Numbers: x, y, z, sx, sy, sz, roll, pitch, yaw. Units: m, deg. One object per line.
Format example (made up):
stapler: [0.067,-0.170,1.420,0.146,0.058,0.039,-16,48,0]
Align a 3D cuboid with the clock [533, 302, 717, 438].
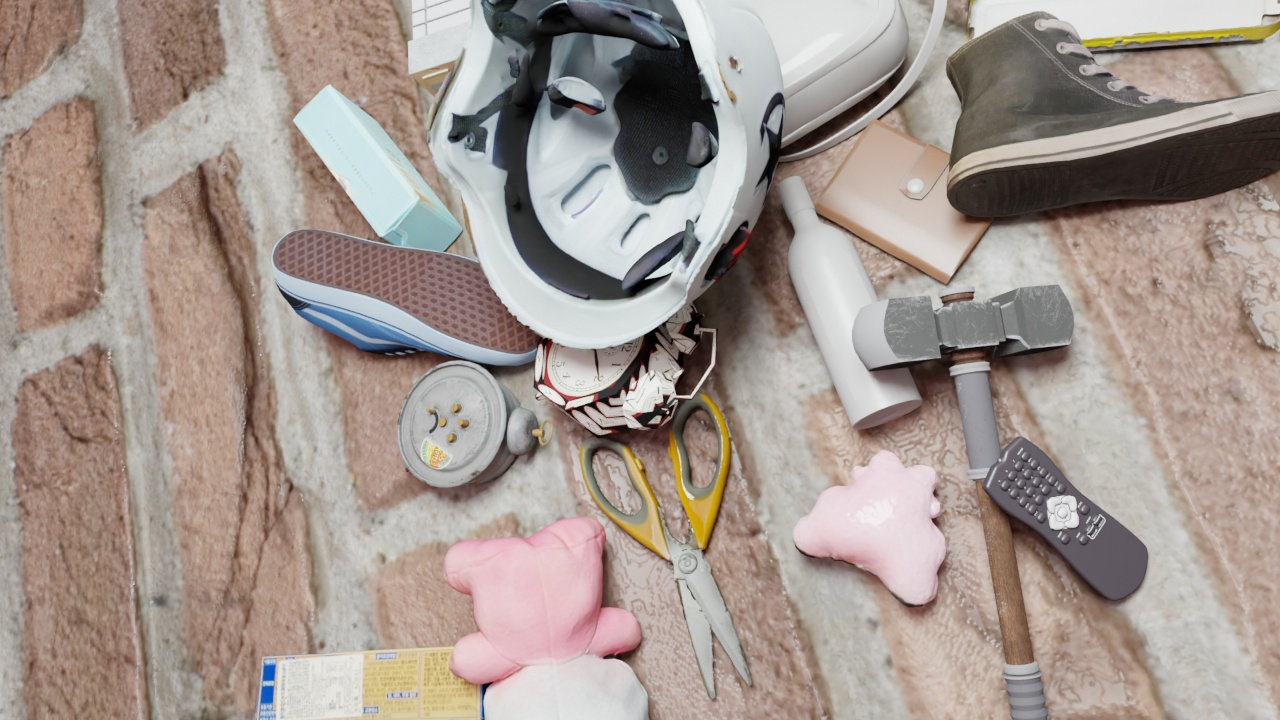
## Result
clock: [-0.005,0.004,0.701,0.155,0.065,0.114,3,61,37]

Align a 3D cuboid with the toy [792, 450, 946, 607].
toy: [0.163,0.109,0.629,0.102,0.050,0.093,21,81,19]

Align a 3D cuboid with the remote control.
remote control: [0.272,0.102,0.580,0.124,0.009,0.046,41,78,-4]

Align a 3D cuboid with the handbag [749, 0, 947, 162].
handbag: [0.111,-0.282,0.748,0.216,0.095,0.222,-30,56,11]

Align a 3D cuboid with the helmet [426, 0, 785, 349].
helmet: [-0.008,-0.148,0.638,0.237,0.163,0.264,26,120,26]

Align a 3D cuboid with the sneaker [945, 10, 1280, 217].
sneaker: [0.327,-0.174,0.621,0.235,0.095,0.119,-6,69,21]

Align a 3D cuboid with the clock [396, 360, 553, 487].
clock: [-0.135,0.055,0.752,0.148,0.056,0.103,2,78,23]

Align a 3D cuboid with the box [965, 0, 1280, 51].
box: [0.349,-0.287,0.668,0.210,0.038,0.129,3,87,22]

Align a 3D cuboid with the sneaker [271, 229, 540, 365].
sneaker: [-0.196,-0.041,0.800,0.241,0.098,0.083,17,58,4]

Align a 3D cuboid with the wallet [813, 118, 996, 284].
wallet: [0.203,-0.122,0.692,0.121,0.013,0.087,35,90,23]

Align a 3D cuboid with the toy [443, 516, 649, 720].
toy: [-0.061,0.223,0.650,0.142,0.084,0.213,-10,82,-13]

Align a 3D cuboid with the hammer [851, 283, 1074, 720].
hammer: [0.232,0.111,0.595,0.156,0.043,0.322,-6,83,-13]

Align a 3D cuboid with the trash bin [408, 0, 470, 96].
trash bin: [-0.101,-0.335,0.789,0.143,0.142,0.246,-11,73,18]

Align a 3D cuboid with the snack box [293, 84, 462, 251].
snack box: [-0.239,-0.169,0.837,0.053,0.075,0.174,-42,67,7]

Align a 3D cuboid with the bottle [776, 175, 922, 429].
bottle: [0.144,-0.049,0.675,0.052,0.052,0.195,-23,70,14]

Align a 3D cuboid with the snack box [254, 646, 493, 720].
snack box: [-0.202,0.259,0.727,0.207,0.057,0.056,-9,70,19]

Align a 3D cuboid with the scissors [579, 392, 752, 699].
scissors: [0.020,0.139,0.694,0.162,0.016,0.225,-10,73,18]
